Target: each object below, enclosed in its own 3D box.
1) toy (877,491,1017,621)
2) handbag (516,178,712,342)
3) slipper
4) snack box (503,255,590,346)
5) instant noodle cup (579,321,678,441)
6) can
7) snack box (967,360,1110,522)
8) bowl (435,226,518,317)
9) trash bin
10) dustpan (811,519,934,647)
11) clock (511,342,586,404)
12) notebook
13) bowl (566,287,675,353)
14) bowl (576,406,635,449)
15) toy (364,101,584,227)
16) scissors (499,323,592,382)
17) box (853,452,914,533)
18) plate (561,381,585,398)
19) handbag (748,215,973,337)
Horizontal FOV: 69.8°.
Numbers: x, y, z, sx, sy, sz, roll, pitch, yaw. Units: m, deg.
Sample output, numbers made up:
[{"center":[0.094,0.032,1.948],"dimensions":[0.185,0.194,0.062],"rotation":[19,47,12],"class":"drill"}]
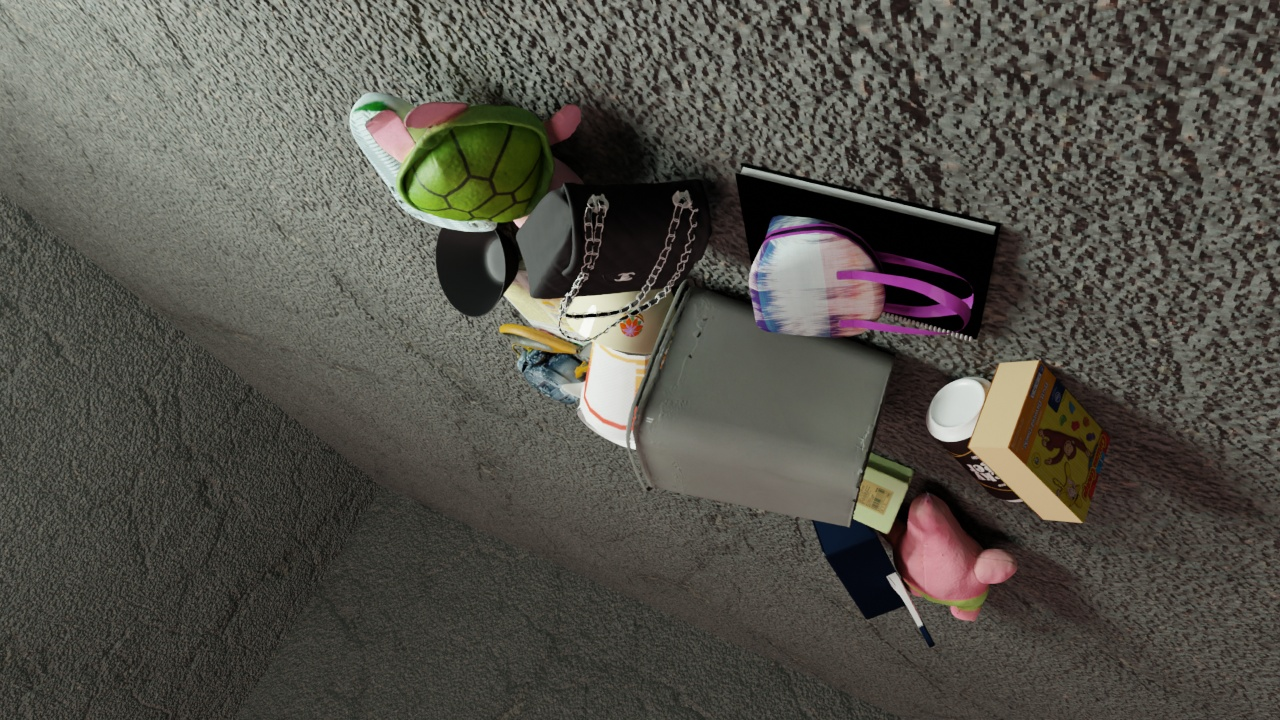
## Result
[{"center":[0.380,0.242,1.175],"dimensions":[0.192,0.096,0.237],"rotation":[17,146,38],"class":"toy"},{"center":[-0.016,-0.092,0.794],"dimensions":[0.153,0.114,0.125],"rotation":[-4,160,-23],"class":"handbag"},{"center":[-0.203,-0.197,0.910],"dimensions":[0.104,0.074,0.245],"rotation":[15,166,13],"class":"slipper"},{"center":[-0.112,-0.073,1.149],"dimensions":[0.132,0.027,0.168],"rotation":[12,154,38],"class":"snack box"},{"center":[-0.006,0.006,1.054],"dimensions":[0.123,0.123,0.121],"rotation":[22,137,17],"class":"instant noodle cup"},{"center":[0.333,0.076,0.873],"dimensions":[0.128,0.071,0.072],"rotation":[40,156,-29],"class":"can"},{"center":[0.356,0.073,0.815],"dimensions":[0.126,0.088,0.040],"rotation":[39,157,-25],"class":"snack box"},{"center":[-0.179,-0.115,1.069],"dimensions":[0.124,0.124,0.052],"rotation":[11,-164,39],"class":"bowl"},{"center":[0.128,0.055,0.940],"dimensions":[0.220,0.197,0.197],"rotation":[15,156,16],"class":"trash bin"},{"center":[0.299,0.260,1.214],"dimensions":[0.080,0.272,0.236],"rotation":[-23,139,12],"class":"dustpan"},{"center":[-0.134,0.014,1.341],"dimensions":[0.129,0.052,0.090],"rotation":[32,159,-11],"class":"clock"},{"center":[0.184,-0.088,0.765],"dimensions":[0.207,0.016,0.149],"rotation":[19,156,23],"class":"notebook"},{"center":[-0.013,-0.067,0.960],"dimensions":[0.118,0.117,0.074],"rotation":[23,116,15],"class":"bowl"},{"center":[-0.030,0.076,1.334],"dimensions":[0.113,0.063,0.113],"rotation":[25,159,10],"class":"bowl"},{"center":[-0.131,-0.165,0.807],"dimensions":[0.190,0.087,0.238],"rotation":[-27,155,24],"class":"toy"},{"center":[-0.090,-0.009,1.213],"dimensions":[0.225,0.016,0.226],"rotation":[23,163,-2],"class":"scissors"},{"center":[0.240,0.137,1.150],"dimensions":[0.188,0.091,0.083],"rotation":[25,-178,19],"class":"box"},{"center":[-0.008,0.049,1.179],"dimensions":[0.188,0.016,0.188],"rotation":[15,-175,-2],"class":"plate"},{"center":[0.181,-0.057,0.746],"dimensions":[0.170,0.067,0.145],"rotation":[12,152,21],"class":"handbag"}]
